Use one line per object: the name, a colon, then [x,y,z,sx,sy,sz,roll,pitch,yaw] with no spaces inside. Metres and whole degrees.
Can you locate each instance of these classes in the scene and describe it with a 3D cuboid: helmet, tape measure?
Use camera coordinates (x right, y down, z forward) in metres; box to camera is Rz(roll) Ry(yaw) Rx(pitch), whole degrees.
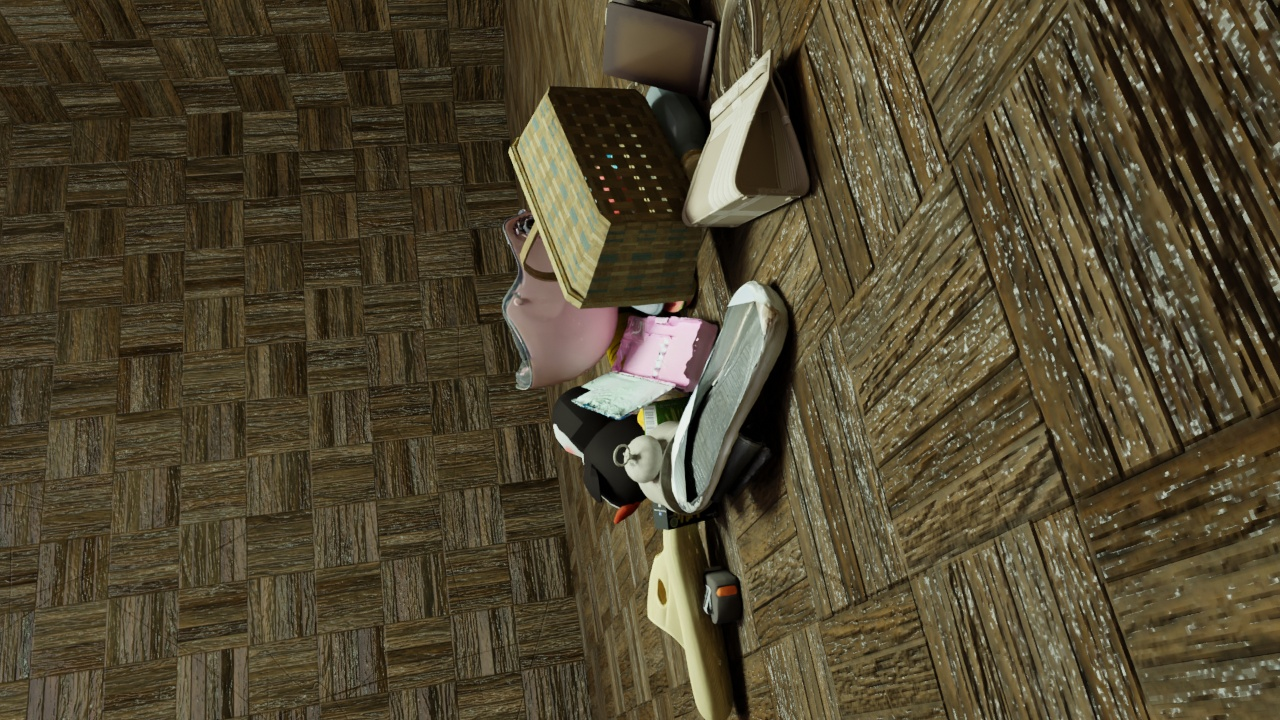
helmet: [-0.108,-0.092,1.246,0.255,0.152,0.230,-99,3,-45]
tape measure: [0.091,0.276,1.067,0.058,0.038,0.059,178,86,-79]

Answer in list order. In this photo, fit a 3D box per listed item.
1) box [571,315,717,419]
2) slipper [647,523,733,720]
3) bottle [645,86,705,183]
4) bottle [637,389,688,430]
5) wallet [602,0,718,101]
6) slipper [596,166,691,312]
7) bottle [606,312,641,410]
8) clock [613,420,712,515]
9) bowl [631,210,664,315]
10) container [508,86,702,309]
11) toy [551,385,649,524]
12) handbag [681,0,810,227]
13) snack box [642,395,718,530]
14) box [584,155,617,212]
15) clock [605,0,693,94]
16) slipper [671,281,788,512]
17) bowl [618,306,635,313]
box: [0.002,0.015,1.111,0.063,0.160,0.231,44,169,-18]
slipper: [0.048,0.310,1.116,0.111,0.079,0.261,23,-127,-73]
bottle: [0.044,-0.243,1.006,0.161,0.046,0.072,-109,17,-49]
bottle: [0.032,0.040,1.184,0.063,0.063,0.109,164,115,-79]
wallet: [0.020,-0.323,0.947,0.092,0.115,0.018,99,-168,-52]
slipper: [0.014,-0.161,1.172,0.248,0.059,0.104,59,159,33]
bottle: [-0.008,0.007,1.346,0.163,0.071,0.071,-107,16,-45]
clock: [0.026,0.112,1.014,0.061,0.156,0.103,8,85,48]
bowl: [-0.024,-0.114,1.136,0.137,0.057,0.137,161,90,-72]
container: [-0.043,-0.155,0.995,0.249,0.157,0.187,67,150,31]
toy: [-0.040,0.103,1.266,0.184,0.158,0.140,42,134,16]
handbag: [0.085,-0.227,0.801,0.176,0.062,0.198,-178,87,-79]
snack box: [0.048,0.119,1.086,0.025,0.080,0.147,-4,92,52]
box: [-0.043,-0.221,1.376,0.171,0.085,0.227,-42,46,35]
clock: [0.009,-0.347,0.997,0.141,0.092,0.054,107,152,-42]
slipper: [0.093,0.048,0.886,0.111,0.063,0.264,-111,31,-52]
bowl: [-0.043,-0.108,1.435,0.145,0.067,0.145,175,94,-87]
